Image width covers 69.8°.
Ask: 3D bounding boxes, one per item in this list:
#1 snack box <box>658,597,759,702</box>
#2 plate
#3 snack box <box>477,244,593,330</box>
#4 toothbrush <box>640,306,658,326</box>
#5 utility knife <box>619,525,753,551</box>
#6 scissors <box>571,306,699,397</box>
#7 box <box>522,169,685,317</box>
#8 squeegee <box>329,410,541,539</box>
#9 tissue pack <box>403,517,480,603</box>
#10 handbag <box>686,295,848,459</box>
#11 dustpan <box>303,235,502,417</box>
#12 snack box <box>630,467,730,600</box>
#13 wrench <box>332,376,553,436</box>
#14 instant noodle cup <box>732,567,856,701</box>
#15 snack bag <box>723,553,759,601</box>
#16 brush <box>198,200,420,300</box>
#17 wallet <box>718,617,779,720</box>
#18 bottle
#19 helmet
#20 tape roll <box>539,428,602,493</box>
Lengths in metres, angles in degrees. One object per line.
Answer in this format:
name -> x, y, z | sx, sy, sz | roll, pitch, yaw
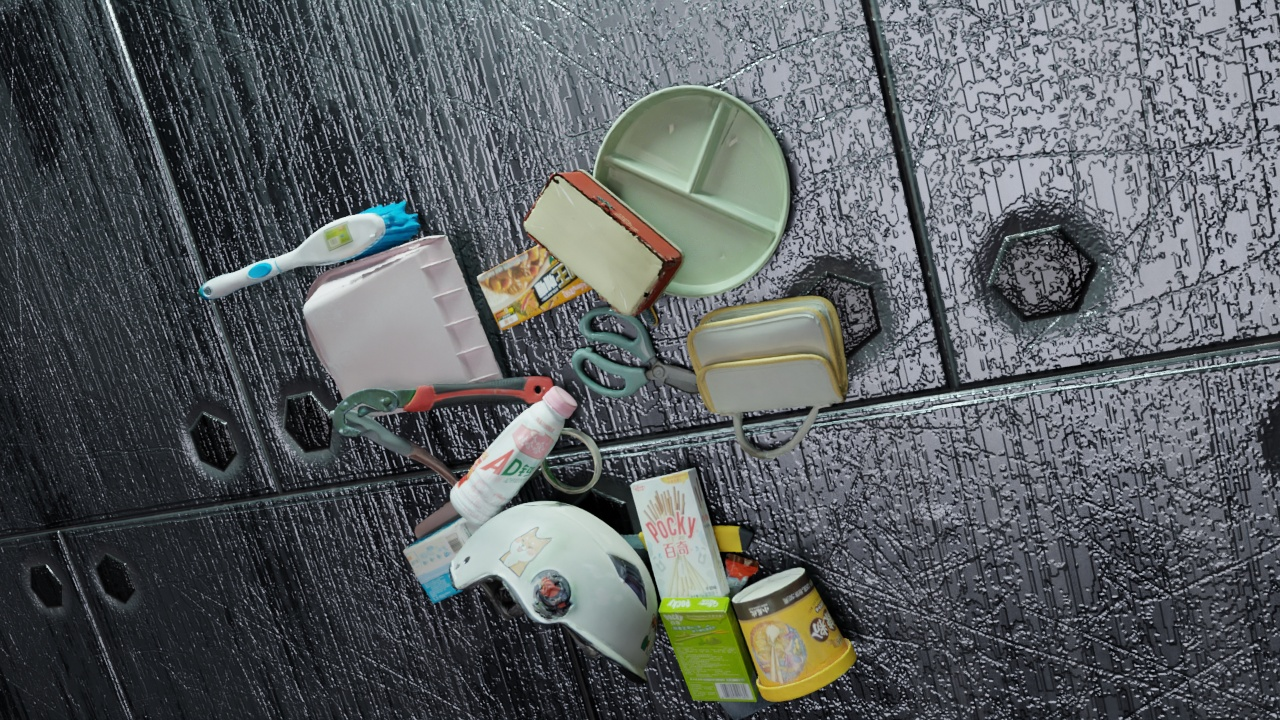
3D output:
snack box -> 0.084, 0.349, 1.105 | 0.086, 0.026, 0.156 | -8, 119, 23
plate -> 0.055, -0.183, 1.010 | 0.230, 0.027, 0.230 | 7, 107, 23
snack box -> -0.122, -0.098, 1.114 | 0.154, 0.026, 0.075 | -22, 95, 27
toothbrush -> -0.030, -0.123, 1.070 | 0.016, 0.018, 0.191 | -29, 92, 26
utility knife -> 0.049, 0.221, 1.134 | 0.196, 0.015, 0.033 | -6, 96, 27
scissors -> 0.000, -0.017, 1.089 | 0.186, 0.019, 0.132 | 1, 105, 22
box -> -0.045, -0.128, 1.011 | 0.168, 0.079, 0.091 | 41, 116, 10
squeegee -> -0.302, 0.125, 1.208 | 0.248, 0.040, 0.249 | -31, 125, 28
tissue pack -> -0.250, 0.268, 1.254 | 0.140, 0.063, 0.090 | -29, 92, 27
handbag -> 0.145, 0.027, 1.015 | 0.164, 0.063, 0.179 | -8, 105, 27
dustpan -> -0.323, -0.041, 1.208 | 0.273, 0.138, 0.223 | -15, 108, 3
snack box -> 0.047, 0.215, 1.107 | 0.085, 0.026, 0.156 | -18, 85, 30
wrench -> -0.244, 0.049, 1.142 | 0.273, 0.016, 0.056 | -8, 92, -6
instant noodle cup -> 0.170, 0.310, 1.055 | 0.119, 0.118, 0.114 | -27, 84, 28
snack bag -> 0.101, 0.280, 1.120 | 0.048, 0.026, 0.104 | 22, 118, -14
brush -> -0.438, -0.137, 1.199 | 0.315, 0.109, 0.060 | -15, 99, 29
wallet -> 0.122, 0.388, 1.148 | 0.097, 0.019, 0.121 | -36, 92, 28
bottle -> -0.155, 0.117, 1.148 | 0.068, 0.068, 0.197 | 43, 100, 8
helmet -> -0.085, 0.262, 1.116 | 0.274, 0.230, 0.156 | 18, 70, 24
tape roll -> -0.090, 0.128, 1.171 | 0.086, 0.013, 0.086 | 7, 108, 22
